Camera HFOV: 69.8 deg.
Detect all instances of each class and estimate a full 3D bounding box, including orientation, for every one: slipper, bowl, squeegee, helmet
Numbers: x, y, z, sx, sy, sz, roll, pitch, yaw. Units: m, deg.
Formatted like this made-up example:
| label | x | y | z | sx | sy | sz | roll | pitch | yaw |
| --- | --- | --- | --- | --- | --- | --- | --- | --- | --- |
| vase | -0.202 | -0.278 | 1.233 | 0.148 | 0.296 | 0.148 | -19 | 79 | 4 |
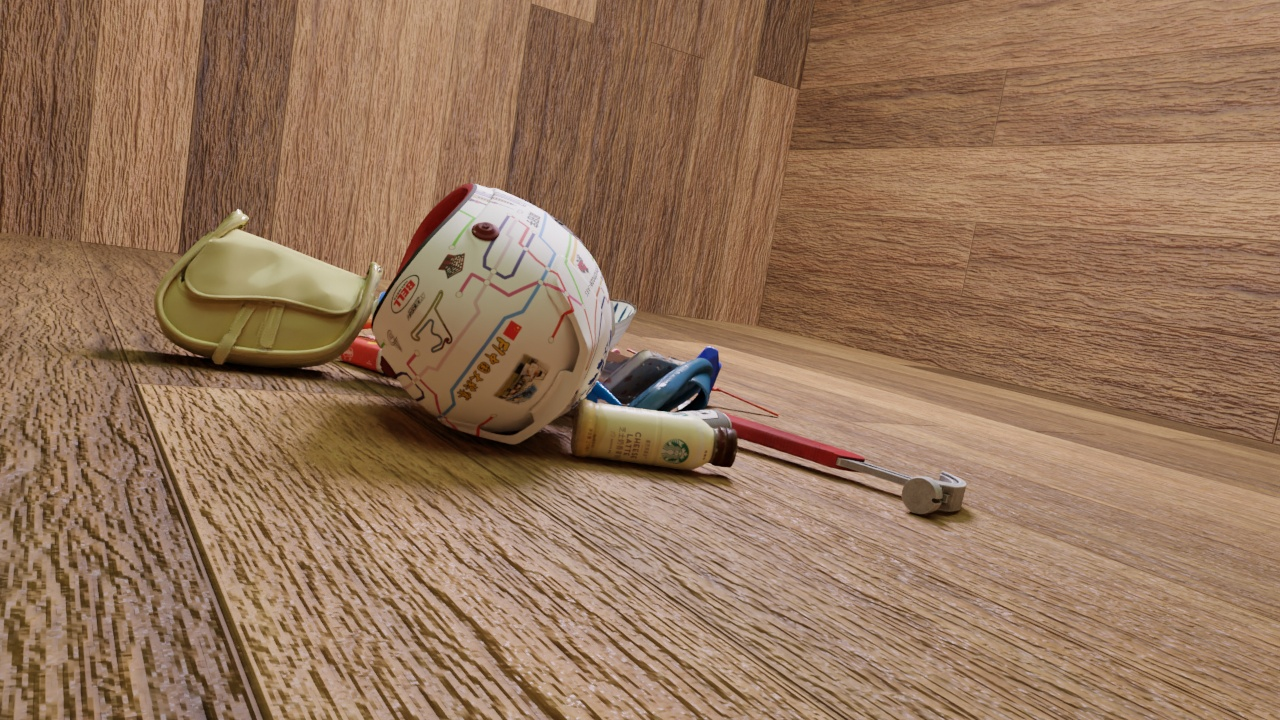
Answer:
| label | x | y | z | sx | sy | sz | roll | pitch | yaw |
| --- | --- | --- | --- | --- | --- | --- | --- | --- | --- |
| slipper | 0.034 | 0.052 | 1.079 | 0.059 | 0.104 | 0.213 | 52 | 21 | 7 |
| bowl | -0.089 | -0.027 | 1.236 | 0.177 | 0.071 | 0.177 | -8 | 18 | 2 |
| squeegee | 0.091 | 0.019 | 1.310 | 0.249 | 0.055 | 0.185 | 24 | -17 | 6 |
| helmet | -0.146 | -0.046 | 0.970 | 0.236 | 0.231 | 0.314 | 34 | 14 | -18 |

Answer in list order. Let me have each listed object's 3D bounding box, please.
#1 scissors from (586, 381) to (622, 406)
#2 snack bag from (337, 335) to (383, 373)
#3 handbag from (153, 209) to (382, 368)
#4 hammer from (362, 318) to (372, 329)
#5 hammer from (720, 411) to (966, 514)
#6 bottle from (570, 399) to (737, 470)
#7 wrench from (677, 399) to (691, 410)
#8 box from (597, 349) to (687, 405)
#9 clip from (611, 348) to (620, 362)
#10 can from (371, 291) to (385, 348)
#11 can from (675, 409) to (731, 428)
| label | x | y | z | sx | sy | sz | roll | pitch | yaw |
| --- | --- | --- | --- | --- | --- | --- | --- | --- | --- |
| scissors | -0.067 | 0.029 | 1.049 | 0.105 | 0.131 | 0.019 | -28 | -32 | 27 |
| snack bag | -0.348 | -0.007 | 1.242 | 0.116 | 0.036 | 0.076 | 14 | 8 | 35 |
| handbag | -0.447 | -0.072 | 1.107 | 0.232 | 0.190 | 0.089 | 20 | -13 | -13 |
| hammer | -0.413 | -0.049 | 1.283 | 0.334 | 0.033 | 0.132 | -2 | 1 | 25 |
| hammer | 0.205 | 0.105 | 1.024 | 0.316 | 0.036 | 0.126 | 16 | 6 | 39 |
| bottle | 0.014 | 0.077 | 0.914 | 0.162 | 0.056 | 0.056 | 8 | 6 | -8 |
| wrench | 0.061 | 0.075 | 1.223 | 0.047 | 0.009 | 0.273 | 9 | 6 | -1 |
| box | -0.008 | 0.008 | 1.165 | 0.105 | 0.096 | 0.216 | 44 | 11 | 23 |
| clip | -0.052 | -0.008 | 1.368 | 0.037 | 0.022 | 0.058 | 18 | 10 | 37 |
| can | -0.251 | -0.051 | 1.135 | 0.146 | 0.079 | 0.079 | -5 | 7 | 0 |
| can | 0.060 | 0.078 | 1.028 | 0.044 | 0.044 | 0.106 | 14 | 8 | 35 |
